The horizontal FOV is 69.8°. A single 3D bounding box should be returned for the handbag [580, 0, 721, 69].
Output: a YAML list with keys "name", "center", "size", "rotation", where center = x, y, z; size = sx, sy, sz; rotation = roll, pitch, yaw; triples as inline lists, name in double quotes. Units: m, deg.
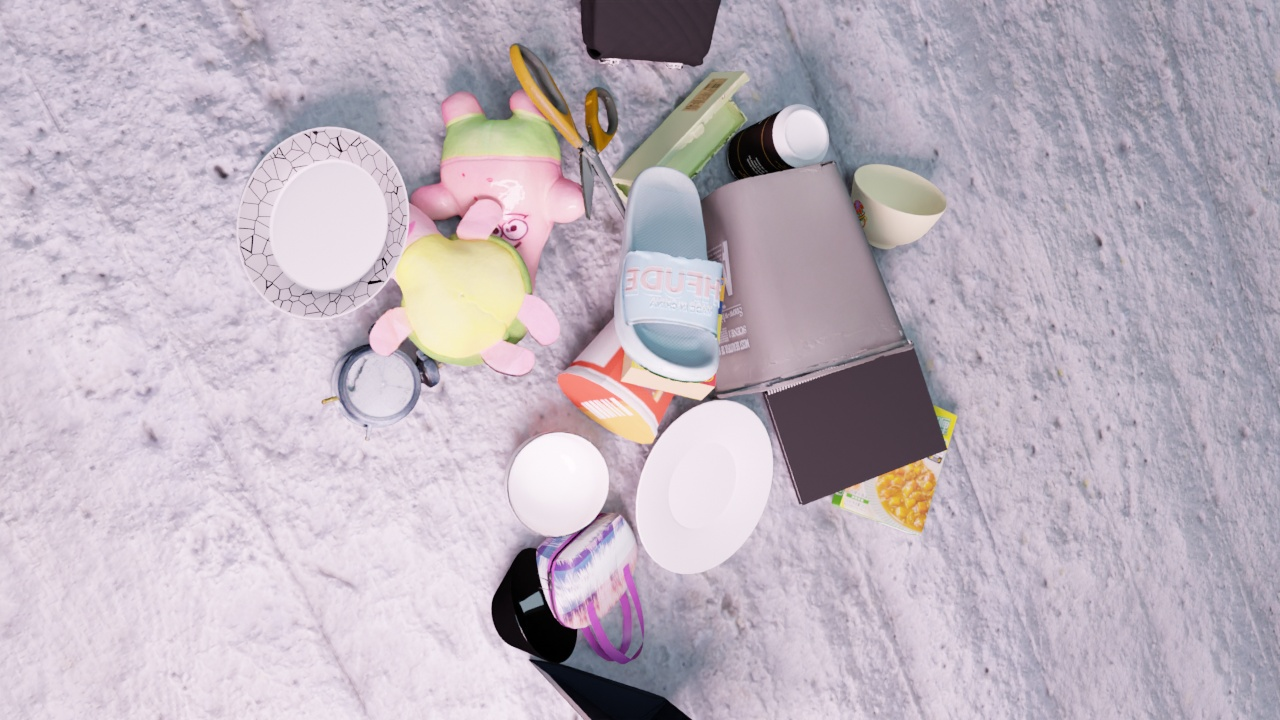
- name: "handbag"
  center: [0.002, -0.399, 1.040]
  size: [0.153, 0.114, 0.125]
  rotation: [-4, 115, -24]

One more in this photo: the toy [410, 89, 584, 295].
- name: "toy"
  center: [-0.145, -0.163, 0.967]
  size: [0.192, 0.096, 0.237]
  rotation: [-1, 104, 11]

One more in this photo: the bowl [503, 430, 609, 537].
- name: "bowl"
  center: [-0.096, 0.131, 1.000]
  size: [0.113, 0.063, 0.113]
  rotation: [0, 90, -21]

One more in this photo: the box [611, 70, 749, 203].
- name: "box"
  center: [0.054, -0.243, 1.062]
  size: [0.187, 0.091, 0.083]
  rotation: [-47, 129, -11]

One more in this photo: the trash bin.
- name: "trash bin"
  center: [0.162, -0.090, 1.039]
  size: [0.197, 0.198, 0.220]
  rotation: [-15, 89, -19]

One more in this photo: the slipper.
- name: "slipper"
  center: [0.030, -0.095, 0.912]
  size: [0.104, 0.074, 0.245]
  rotation: [5, 66, -15]

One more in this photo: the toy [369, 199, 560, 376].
- name: "toy"
  center: [-0.193, -0.076, 0.930]
  size: [0.238, 0.088, 0.190]
  rotation: [36, 89, 1]

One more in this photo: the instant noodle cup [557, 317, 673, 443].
- name: "instant noodle cup"
  center: [-0.006, 0.006, 1.011]
  size: [0.123, 0.124, 0.121]
  rotation: [40, 69, -16]

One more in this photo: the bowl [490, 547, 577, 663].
- name: "bowl"
  center: [-0.123, 0.269, 0.983]
  size: [0.053, 0.123, 0.124]
  rotation: [-24, 101, 20]

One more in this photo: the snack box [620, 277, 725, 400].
- name: "snack box"
  center: [0.035, -0.032, 0.954]
  size: [0.088, 0.040, 0.125]
  rotation: [13, 65, -12]

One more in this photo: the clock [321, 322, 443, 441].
- name: "clock"
  center: [-0.261, 0.015, 0.945]
  size: [0.090, 0.052, 0.129]
  rotation: [43, 71, -16]

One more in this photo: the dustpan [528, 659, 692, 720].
- name: "dustpan"
  center: [0.035, 0.396, 0.959]
  size: [0.273, 0.237, 0.080]
  rotation: [46, 74, -15]

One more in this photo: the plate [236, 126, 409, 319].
- name: "plate"
  center: [-0.309, -0.134, 0.899]
  size: [0.189, 0.016, 0.188]
  rotation: [-1, 86, 14]

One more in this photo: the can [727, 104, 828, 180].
- name: "can"
  center: [0.157, -0.246, 1.062]
  size: [0.071, 0.129, 0.072]
  rotation: [0, 90, -21]

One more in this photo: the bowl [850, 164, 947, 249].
- name: "bowl"
  center: [0.311, -0.182, 1.146]
  size: [0.117, 0.118, 0.074]
  rotation: [-3, 133, -21]

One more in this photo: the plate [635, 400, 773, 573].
- name: "plate"
  center: [0.075, 0.146, 1.067]
  size: [0.208, 0.015, 0.209]
  rotation: [-10, 108, -36]

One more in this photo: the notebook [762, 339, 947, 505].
- name: "notebook"
  center: [0.268, 0.075, 1.144]
  size: [0.206, 0.016, 0.149]
  rotation: [-19, 91, -12]

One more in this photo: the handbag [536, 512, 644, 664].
- name: "handbag"
  center: [-0.042, 0.261, 1.019]
  size: [0.144, 0.068, 0.170]
  rotation: [-38, 115, -43]

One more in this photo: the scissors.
- name: "scissors"
  center: [-0.066, -0.240, 0.957]
  size: [0.225, 0.016, 0.224]
  rotation: [40, 37, -38]

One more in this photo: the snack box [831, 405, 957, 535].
- name: "snack box"
  center: [0.329, 0.128, 1.183]
  size: [0.132, 0.027, 0.168]
  rotation: [22, 82, -19]
